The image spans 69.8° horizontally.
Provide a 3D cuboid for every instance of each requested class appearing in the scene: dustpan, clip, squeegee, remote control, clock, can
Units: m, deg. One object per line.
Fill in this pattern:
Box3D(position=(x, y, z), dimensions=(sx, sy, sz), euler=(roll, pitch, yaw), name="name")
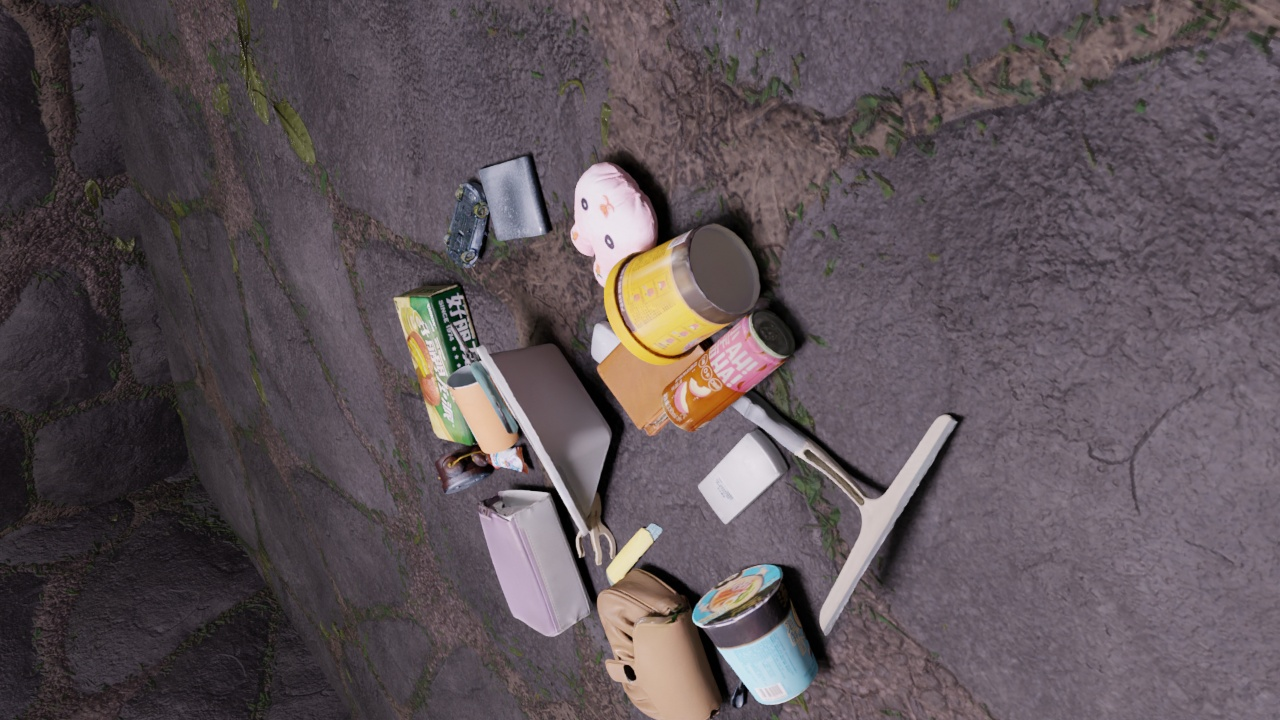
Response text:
Box3D(position=(-0.147, 0.092, 1.182), dimensions=(0.222, 0.142, 0.258), euler=(55, 141, 29), name="dustpan")
Box3D(position=(-0.056, 0.235, 1.261), dimensions=(0.089, 0.034, 0.104), euler=(36, 127, 40), name="clip")
Box3D(position=(0.160, 0.090, 0.896), dimensions=(0.246, 0.039, 0.247), euler=(43, 121, 38), name="squeegee")
Box3D(position=(0.110, 0.127, 0.997), dimensions=(0.056, 0.019, 0.135), euler=(54, 143, 16), name="remote control")
Box3D(position=(-0.006, 0.006, 1.072), dimensions=(0.136, 0.020, 0.056), euler=(37, 137, 31), name="remote control")
Box3D(position=(-0.282, 0.170, 1.467), dimensions=(0.055, 0.081, 0.122), euler=(65, 151, 12), name="clock")
Box3D(position=(0.083, 0.012, 0.906), dimensions=(0.148, 0.057, 0.058), euler=(-43, 74, 39), name="can")

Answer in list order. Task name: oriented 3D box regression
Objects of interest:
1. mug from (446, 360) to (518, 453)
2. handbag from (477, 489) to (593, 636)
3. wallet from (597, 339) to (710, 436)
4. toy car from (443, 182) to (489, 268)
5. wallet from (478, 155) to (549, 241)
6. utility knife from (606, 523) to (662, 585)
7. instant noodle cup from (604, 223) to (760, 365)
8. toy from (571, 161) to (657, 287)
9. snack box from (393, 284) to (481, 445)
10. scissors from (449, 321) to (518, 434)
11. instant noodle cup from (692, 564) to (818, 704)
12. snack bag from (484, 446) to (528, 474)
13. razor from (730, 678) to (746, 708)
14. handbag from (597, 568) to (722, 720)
Box3D(position=(-0.226, 0.071, 1.341), dimensions=(0.078, 0.078, 0.123), euler=(13, 128, 48), name="mug")
Box3D(position=(-0.162, 0.296, 1.373), dimensions=(0.145, 0.098, 0.197), euler=(-3, 108, 51), name="handbag")
Box3D(position=(0.020, 0.008, 1.006), dimensions=(0.108, 0.031, 0.132), euler=(54, 126, 15), name="wallet")
Box3D(position=(-0.231, -0.182, 1.238), dimensions=(0.054, 0.036, 0.121), euler=(42, 128, 31), name="toy car")
Box3D(position=(-0.160, -0.202, 1.152), dimensions=(0.121, 0.019, 0.097), euler=(3, 110, 52), name="wallet")
Box3D(position=(-0.012, 0.261, 1.232), dimensions=(0.031, 0.019, 0.176), euler=(49, 143, 15), name="utility knife")
Box3D(position=(0.044, -0.068, 0.892), dimensions=(0.115, 0.118, 0.118), euler=(-27, 88, 47), name="instant noodle cup")
Box3D(position=(-0.033, -0.141, 1.000), dimensions=(0.121, 0.054, 0.160), euler=(56, 151, 13), name="toy")
Box3D(position=(-0.293, 0.006, 1.401), dimensions=(0.115, 0.063, 0.240), euler=(6, 114, 49), name="snack box")
Box3D(position=(-0.195, 0.031, 1.162), dimensions=(0.174, 0.019, 0.177), euler=(55, 171, 19), name="scissors")
Box3D(position=(0.134, 0.305, 1.008), dimensions=(0.111, 0.111, 0.120), euler=(-20, 102, 54), name="instant noodle cup")
Box3D(position=(-0.203, 0.149, 1.402), dimensions=(0.105, 0.026, 0.045), euler=(-2, 104, 50), name="snack bag")
Box3D(position=(0.129, 0.382, 1.121), dimensions=(0.042, 0.022, 0.143), euler=(7, 130, 1), name="razor")
Box3D(position=(0.019, 0.381, 1.191), dimensions=(0.148, 0.099, 0.204), euler=(-2, 112, 49), name="handbag")
